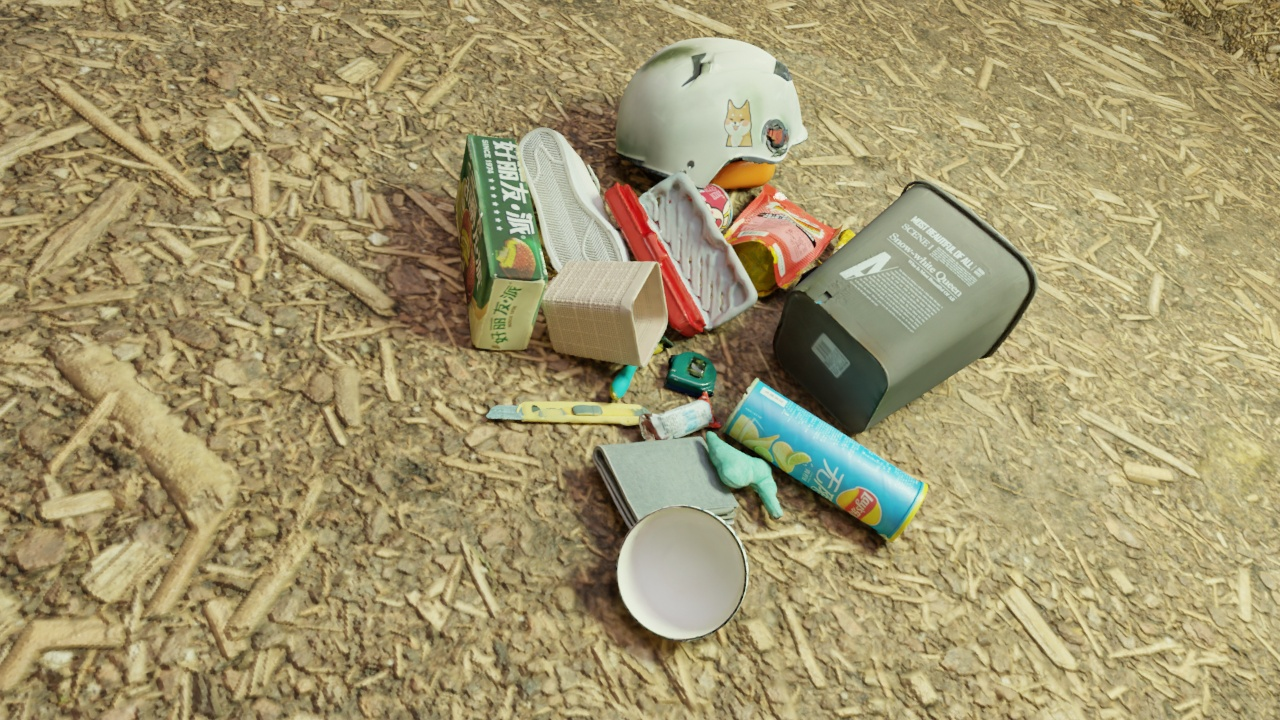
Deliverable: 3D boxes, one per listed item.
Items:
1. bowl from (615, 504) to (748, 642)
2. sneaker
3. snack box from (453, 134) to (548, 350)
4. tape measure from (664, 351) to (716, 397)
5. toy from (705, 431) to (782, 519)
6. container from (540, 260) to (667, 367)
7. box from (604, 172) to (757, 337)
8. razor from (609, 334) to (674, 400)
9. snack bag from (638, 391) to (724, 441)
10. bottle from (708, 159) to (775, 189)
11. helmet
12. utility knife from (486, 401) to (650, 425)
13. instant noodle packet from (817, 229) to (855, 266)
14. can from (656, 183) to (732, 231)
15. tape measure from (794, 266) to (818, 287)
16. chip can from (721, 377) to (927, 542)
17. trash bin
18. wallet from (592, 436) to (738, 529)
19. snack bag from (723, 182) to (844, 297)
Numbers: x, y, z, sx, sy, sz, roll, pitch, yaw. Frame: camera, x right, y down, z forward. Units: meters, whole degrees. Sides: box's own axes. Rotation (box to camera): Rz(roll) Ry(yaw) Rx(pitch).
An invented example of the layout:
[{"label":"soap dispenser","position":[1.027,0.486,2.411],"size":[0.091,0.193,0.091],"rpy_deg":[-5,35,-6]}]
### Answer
[{"label":"bowl","position":[0.041,0.188,0.825],"size":[0.116,0.116,0.066],"rpy_deg":[37,3,14]},{"label":"sneaker","position":[-0.074,-0.167,1.123],"size":[0.090,0.090,0.242],"rpy_deg":[-28,74,12]},{"label":"snack box","position":[-0.161,-0.135,1.028],"size":[0.063,0.115,0.239],"rpy_deg":[1,49,-20]},{"label":"tape measure","position":[0.058,0.014,1.035],"size":[0.058,0.025,0.054],"rpy_deg":[19,46,-5]},{"label":"toy","position":[0.112,0.119,0.942],"size":[0.091,0.030,0.096],"rpy_deg":[20,36,-41]},{"label":"container","position":[-0.040,-0.055,0.998],"size":[0.111,0.090,0.090],"rpy_deg":[7,42,20]},{"label":"box","position":[0.047,-0.135,1.086],"size":[0.201,0.100,0.094],"rpy_deg":[62,12,17]},{"label":"razor","position":[-0.006,0.006,1.016],"size":[0.043,0.028,0.132],"rpy_deg":[47,41,-12]},{"label":"snack bag","position":[0.044,0.065,0.980],"size":[0.105,0.026,0.045],"rpy_deg":[-18,89,-34]},{"label":"bottle","position":[0.116,-0.268,1.296],"size":[0.149,0.067,0.066],"rpy_deg":[-16,56,-22]},{"label":"helmet","position":[0.093,-0.353,1.233],"size":[0.273,0.157,0.230],"rpy_deg":[-22,37,-19]},{"label":"utility knife","position":[-0.071,0.057,0.959],"size":[0.182,0.019,0.031],"rpy_deg":[-1,44,-16]},{"label":"instant noodle packet","position":[0.308,-0.120,1.240],"size":[0.128,0.044,0.110],"rpy_deg":[30,45,9]},{"label":"can","position":[0.066,-0.188,1.195],"size":[0.093,0.067,0.066],"rpy_deg":[-26,62,-37]},{"label":"tape measure","position":[0.221,-0.092,1.172],"size":[0.056,0.058,0.039],"rpy_deg":[-30,64,-36]},{"label":"chip can","position":[0.192,0.104,0.969],"size":[0.210,0.071,0.071],"rpy_deg":[32,46,10]},{"label":"trash bin","position":[0.289,-0.053,1.053],"size":[0.219,0.199,0.199],"rpy_deg":[-33,66,-22]},{"label":"wallet","position":[0.026,0.126,0.910],"size":[0.129,0.037,0.106],"rpy_deg":[-1,49,-37]},{"label":"snack bag","position":[0.185,-0.166,1.227],"size":[0.128,0.073,0.207],"rpy_deg":[30,41,11]}]
